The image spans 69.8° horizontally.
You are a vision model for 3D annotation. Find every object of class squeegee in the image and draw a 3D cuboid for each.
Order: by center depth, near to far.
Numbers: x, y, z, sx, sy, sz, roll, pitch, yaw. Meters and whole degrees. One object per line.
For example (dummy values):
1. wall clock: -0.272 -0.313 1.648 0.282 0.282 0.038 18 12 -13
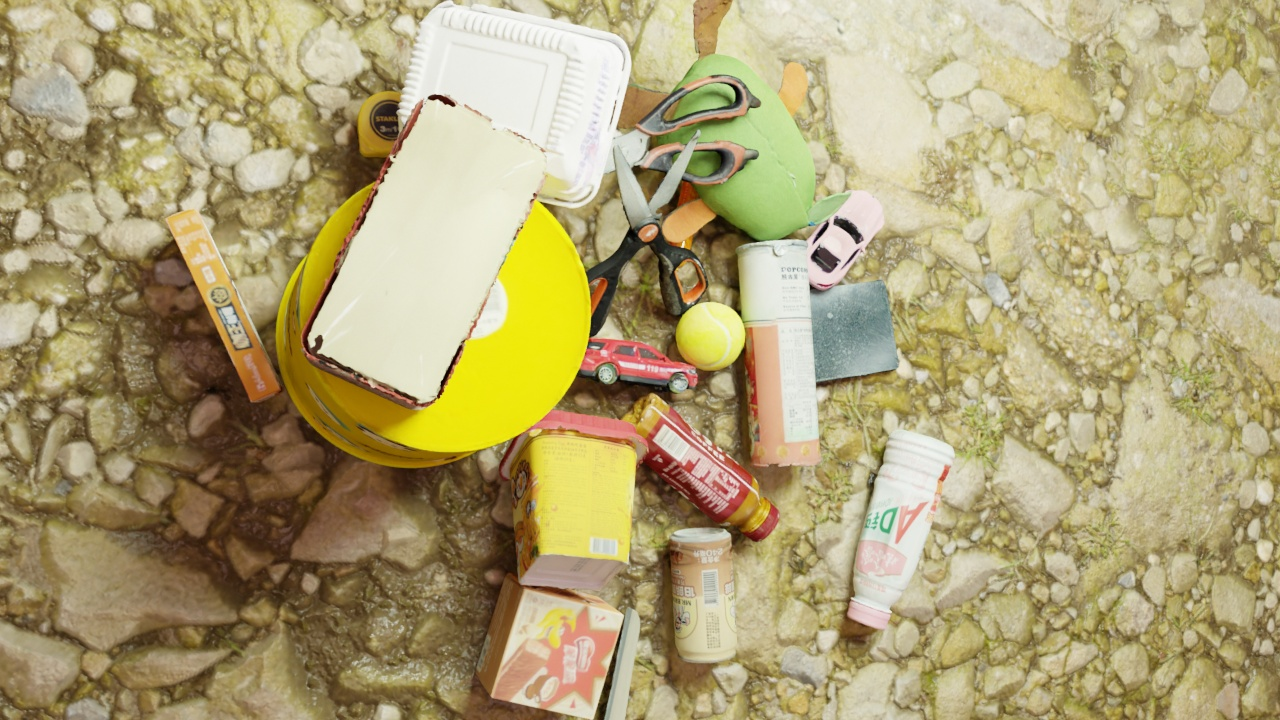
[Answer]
1. squeegee: 0.056 0.389 0.863 0.246 0.039 0.246 24 62 -22

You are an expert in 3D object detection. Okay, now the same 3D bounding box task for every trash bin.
1. trash bin: -0.159 -0.027 0.694 0.229 0.256 0.229 1 86 -19

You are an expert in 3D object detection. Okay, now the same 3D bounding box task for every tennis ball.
1. tennis ball: 0.066 -0.023 0.870 0.065 0.065 0.065 1 87 -19

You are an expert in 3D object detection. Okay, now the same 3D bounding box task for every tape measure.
1. tape measure: -0.218 -0.204 0.801 0.060 0.029 0.057 -6 90 -19

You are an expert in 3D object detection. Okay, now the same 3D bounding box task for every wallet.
1. wallet: 0.210 -0.030 0.946 0.120 0.019 0.097 -8 89 -21

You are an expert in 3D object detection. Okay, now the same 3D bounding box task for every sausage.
1. sausage: 0.050 -0.163 0.894 0.021 0.021 0.165 15 83 -18

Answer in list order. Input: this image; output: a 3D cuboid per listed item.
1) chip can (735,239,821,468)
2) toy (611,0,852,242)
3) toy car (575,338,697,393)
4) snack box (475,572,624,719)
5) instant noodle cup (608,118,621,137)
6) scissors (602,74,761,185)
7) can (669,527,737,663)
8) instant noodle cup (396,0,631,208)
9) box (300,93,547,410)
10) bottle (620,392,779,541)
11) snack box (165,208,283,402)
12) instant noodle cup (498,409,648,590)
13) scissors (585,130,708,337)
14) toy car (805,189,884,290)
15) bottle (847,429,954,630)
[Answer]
1. chip can: 0.135 -0.005 0.890 0.071 0.071 0.214 -4 89 -19
2. toy: 0.087 -0.201 0.851 0.226 0.090 0.246 -51 122 -10
3. toy car: -0.005 0.005 0.851 0.120 0.053 0.045 11 88 -20
4. snack box: -0.080 0.248 0.801 0.094 0.077 0.092 20 81 -17
5. instant noodle cup: -0.091 -0.197 0.807 0.124 0.117 0.116 -22 94 -30
6. scissors: 0.004 -0.166 0.766 0.194 0.015 0.206 32 94 -29
7. can: 0.059 0.218 0.860 0.058 0.059 0.116 -3 89 -19
8. instant noodle cup: -0.106 -0.201 0.698 0.173 0.060 0.138 16 95 10
9. box: -0.121 -0.060 0.530 0.091 0.079 0.168 26 80 -14
10. bottle: 0.057 0.105 0.865 0.175 0.057 0.057 41 76 -13
11. snack box: -0.329 -0.040 0.731 0.026 0.075 0.154 -26 96 -20
12. instant noodle cup: -0.058 0.122 0.779 0.116 0.116 0.123 10 56 -19
13. scissors: -0.001 -0.095 0.803 0.225 0.021 0.221 -38 144 13
14. toy car: 0.204 -0.125 0.933 0.056 0.037 0.122 40 74 -1
15. bottle: 0.257 0.171 0.929 0.068 0.068 0.197 21 85 -17
